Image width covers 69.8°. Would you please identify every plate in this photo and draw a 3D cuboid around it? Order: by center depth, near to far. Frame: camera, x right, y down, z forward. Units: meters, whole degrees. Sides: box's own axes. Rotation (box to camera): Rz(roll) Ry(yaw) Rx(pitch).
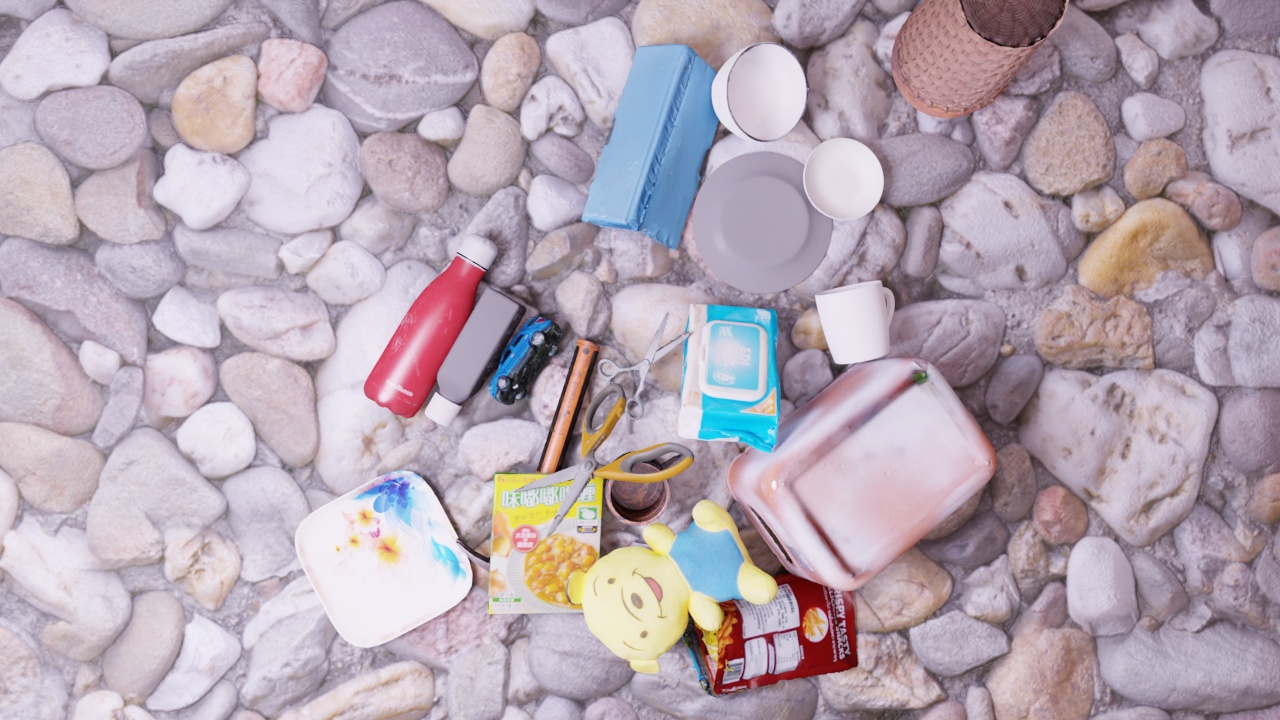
[{"bbox_3d":[-0.319,0.247,1.146,0.187,0.016,0.187,-28,91,-1],"label":"plate"},{"bbox_3d":[0.251,-0.225,1.150,0.104,0.026,0.104,0,87,-8],"label":"plate"},{"bbox_3d":[0.154,-0.174,1.153,0.178,0.012,0.178,0,90,-4],"label":"plate"}]

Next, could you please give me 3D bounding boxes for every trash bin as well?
[{"bbox_3d":[0.395,-0.382,1.065,0.151,0.210,0.151,0,90,-2],"label":"trash bin"},{"bbox_3d":[0.259,0.127,1.072,0.259,0.157,0.181,-36,92,-11],"label":"trash bin"}]

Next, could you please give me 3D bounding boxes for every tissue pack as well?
[{"bbox_3d":[0.106,0.017,1.085,0.117,0.066,0.208,6,49,1],"label":"tissue pack"}]

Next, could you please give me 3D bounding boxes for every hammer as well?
[{"bbox_3d":[-0.123,0.122,1.138,0.137,0.035,0.314,18,88,-9],"label":"hammer"}]

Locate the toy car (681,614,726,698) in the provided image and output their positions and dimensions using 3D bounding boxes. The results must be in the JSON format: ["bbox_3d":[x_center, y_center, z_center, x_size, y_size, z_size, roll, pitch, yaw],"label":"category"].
[{"bbox_3d":[0.084,0.366,1.143,0.048,0.032,0.105,-21,83,-17],"label":"toy car"}]

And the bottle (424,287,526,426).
[{"bbox_3d":[-0.204,-0.002,1.116,0.046,0.084,0.174,30,90,-1],"label":"bottle"}]

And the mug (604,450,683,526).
[{"bbox_3d":[0.010,0.143,1.108,0.116,0.107,0.080,-37,91,-1],"label":"mug"}]

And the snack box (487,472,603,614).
[{"bbox_3d":[-0.114,0.221,1.108,0.132,0.027,0.168,2,90,-12],"label":"snack box"}]

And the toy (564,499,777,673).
[{"bbox_3d":[0.034,0.264,1.066,0.214,0.084,0.149,-31,69,-3],"label":"toy"}]

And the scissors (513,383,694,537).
[{"bbox_3d":[-0.038,0.113,1.057,0.229,0.016,0.224,2,48,31],"label":"scissors"}]

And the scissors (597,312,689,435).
[{"bbox_3d":[0.010,0.018,1.122,0.142,0.014,0.147,-11,99,33],"label":"scissors"}]

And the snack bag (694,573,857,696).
[{"bbox_3d":[0.175,0.330,1.124,0.207,0.067,0.139,-7,85,-17],"label":"snack bag"}]

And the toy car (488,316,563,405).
[{"bbox_3d":[-0.144,0.000,1.134,0.043,0.056,0.120,31,84,24],"label":"toy car"}]

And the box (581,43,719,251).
[{"bbox_3d":[0.024,-0.263,1.146,0.112,0.094,0.231,19,87,-45],"label":"box"}]

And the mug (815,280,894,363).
[{"bbox_3d":[0.277,-0.050,1.136,0.114,0.081,0.087,-17,97,-32],"label":"mug"}]

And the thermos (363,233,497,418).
[{"bbox_3d":[-0.249,-0.047,1.120,0.073,0.073,0.240,31,89,-1],"label":"thermos"}]

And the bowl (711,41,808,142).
[{"bbox_3d":[0.138,-0.324,1.117,0.116,0.066,0.116,-6,104,-24],"label":"bowl"}]

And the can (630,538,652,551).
[{"bbox_3d":[0.013,0.272,1.135,0.054,0.054,0.096,1,90,-1],"label":"can"}]
